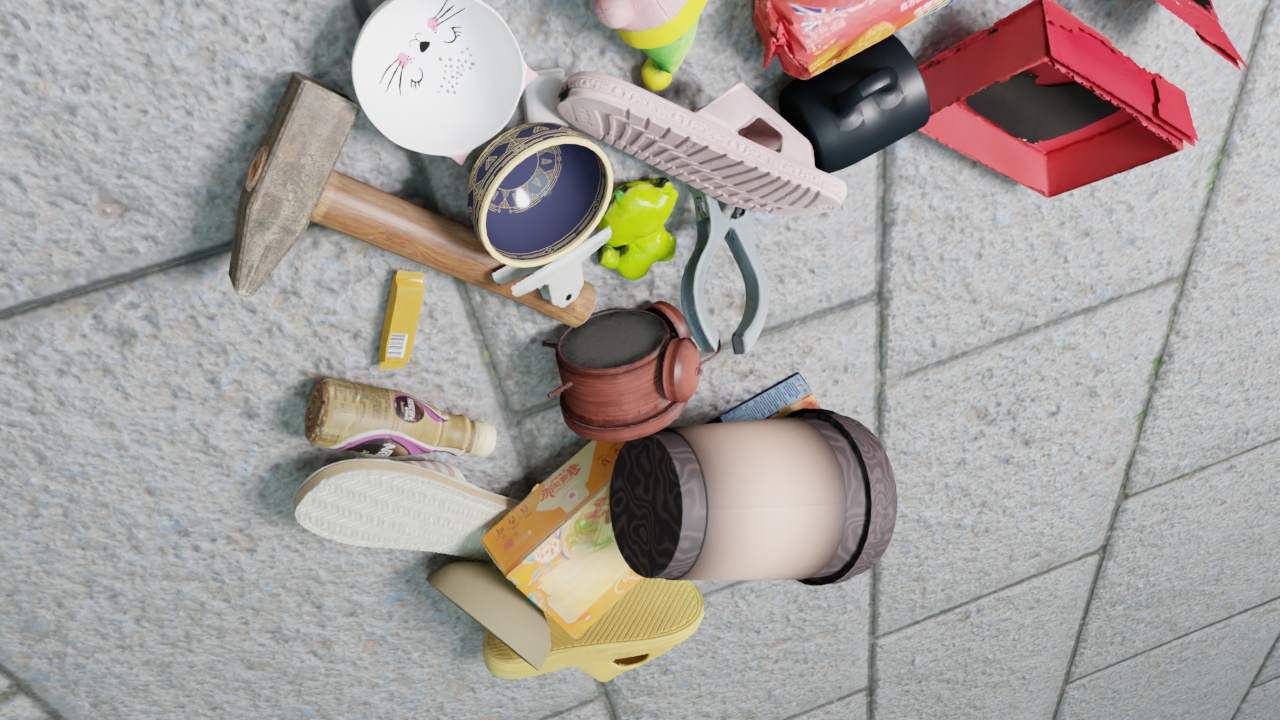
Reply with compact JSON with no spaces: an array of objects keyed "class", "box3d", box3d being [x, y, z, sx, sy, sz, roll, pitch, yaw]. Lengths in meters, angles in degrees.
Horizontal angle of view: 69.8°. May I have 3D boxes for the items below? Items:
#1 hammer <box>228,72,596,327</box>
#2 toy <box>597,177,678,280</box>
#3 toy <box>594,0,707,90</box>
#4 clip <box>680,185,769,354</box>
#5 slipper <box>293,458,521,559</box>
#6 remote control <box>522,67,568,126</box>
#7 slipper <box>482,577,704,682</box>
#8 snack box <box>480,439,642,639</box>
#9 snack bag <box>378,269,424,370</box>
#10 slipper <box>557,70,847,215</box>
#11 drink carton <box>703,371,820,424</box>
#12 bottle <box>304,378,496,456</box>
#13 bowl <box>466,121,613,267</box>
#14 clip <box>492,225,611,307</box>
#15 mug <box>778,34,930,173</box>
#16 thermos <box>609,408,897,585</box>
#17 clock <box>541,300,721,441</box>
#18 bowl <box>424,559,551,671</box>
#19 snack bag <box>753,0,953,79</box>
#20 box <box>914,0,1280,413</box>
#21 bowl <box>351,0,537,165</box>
[{"class":"hammer","box3d":[-0.159,-0.084,0.726,0.300,0.037,0.158,20,103,-38]},{"class":"toy","box3d":[-0.002,-0.113,0.782,0.094,0.036,0.093,-34,137,15]},{"class":"toy","box3d":[0.010,-0.262,0.656,0.131,0.097,0.124,43,64,-33]},{"class":"clip","box3d":[0.057,-0.087,0.774,0.112,0.028,0.163,4,85,-26]},{"class":"slipper","box3d":[-0.213,0.142,0.891,0.115,0.052,0.262,-43,140,19]},{"class":"remote control","box3d":[-0.072,-0.165,0.726,0.033,0.012,0.131,-12,130,-13]},{"class":"slipper","box3d":[-0.050,0.326,1.070,0.263,0.099,0.078,-9,120,-10]},{"class":"snack box","box3d":[-0.046,0.165,0.939,0.195,0.080,0.145,-41,133,-8]},{"class":"snack bag","box3d":[-0.202,-0.034,0.773,0.026,0.020,0.099,0,126,-29]},{"class":"slipper","box3d":[0.053,-0.178,0.712,0.239,0.094,0.064,19,81,-19]},{"class":"drink carton","box3d":[0.128,0.073,0.979,0.130,0.040,0.064,-29,131,2]},{"class":"bottle","box3d":[-0.209,0.058,0.819,0.166,0.059,0.060,14,120,-33]},{"class":"bowl","box3d":[-0.084,-0.133,0.692,0.112,0.061,0.113,-27,146,-20]},{"class":"clip","box3d":[-0.065,-0.071,0.747,0.101,0.056,0.056,-34,100,-23]},{"class":"mug","box3d":[0.170,-0.204,0.725,0.094,0.121,0.085,-29,93,2]},{"class":"thermos","box3d":[0.100,0.130,0.861,0.225,0.172,0.173,2,126,-30]},{"class":"clock","box3d":[-0.005,0.005,0.821,0.157,0.120,0.072,-13,123,-2]},{"class":"bowl","box3d":[-0.149,0.256,0.958,0.050,0.152,0.152,-51,135,-19]},{"class":"snack bag","box3d":[0.167,-0.278,0.693,0.176,0.082,0.082,-28,132,1]},{"class":"box","box3d":[0.361,-0.121,0.729,0.216,0.350,0.198,13,158,-32]},{"class":"bowl","box3d":[-0.143,-0.206,0.639,0.114,0.050,0.115,-11,130,-14]}]
